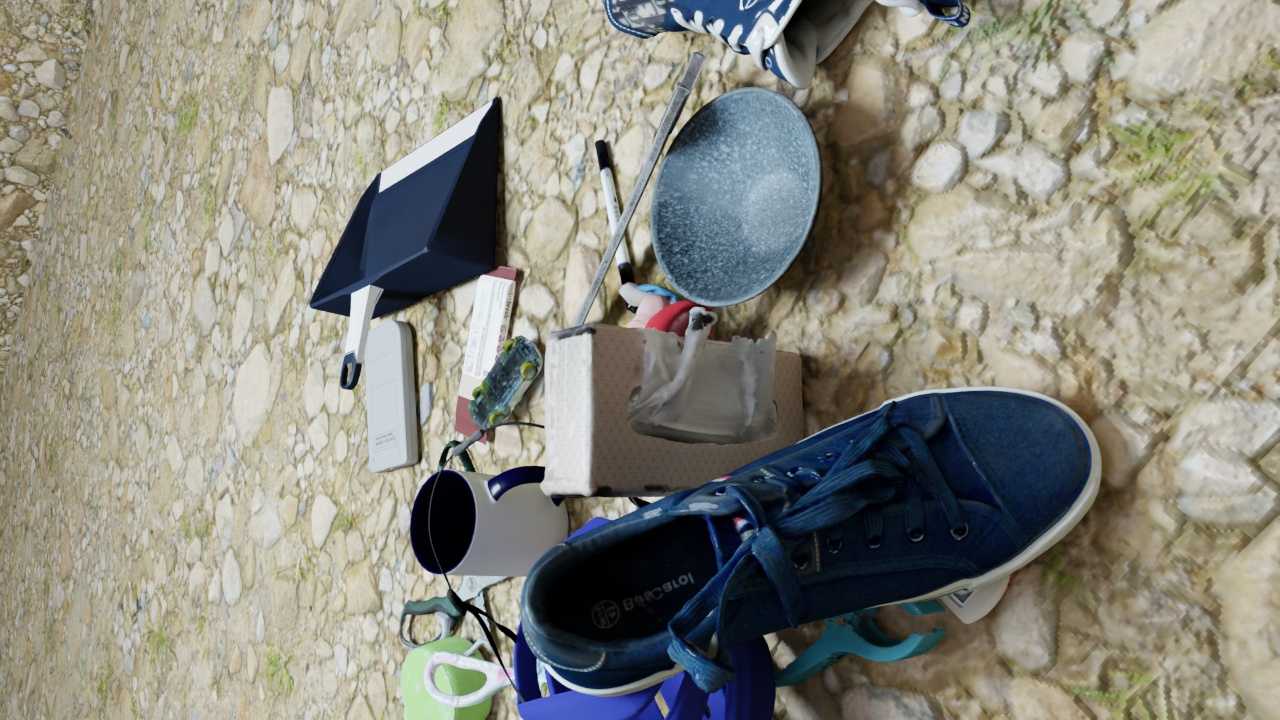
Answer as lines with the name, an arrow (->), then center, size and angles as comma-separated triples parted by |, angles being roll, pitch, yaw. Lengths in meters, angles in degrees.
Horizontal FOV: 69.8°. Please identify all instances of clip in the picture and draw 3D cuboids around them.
clip -> 0.119, 0.155, 0.521 | 0.116, 0.026, 0.097 | -17, 76, 51

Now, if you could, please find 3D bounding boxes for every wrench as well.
wrench -> -0.015, -0.091, 0.661 | 0.069, 0.010, 0.274 | -70, 6, -56

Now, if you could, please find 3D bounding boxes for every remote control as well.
remote control -> 0.151, 0.089, 0.510 | 0.125, 0.018, 0.038 | 48, 119, 37
remote control -> -0.254, 0.036, 0.938 | 0.074, 0.019, 0.151 | -18, 73, 44

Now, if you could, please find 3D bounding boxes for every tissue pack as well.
tissue pack -> 0.031, 0.027, 0.523 | 0.071, 0.181, 0.104 | -7, 79, 49

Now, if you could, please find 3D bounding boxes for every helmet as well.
helmet -> -0.028, 0.147, 0.548 | 0.148, 0.228, 0.241 | -38, 25, -1

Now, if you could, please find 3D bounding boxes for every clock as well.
clock -> -0.169, 0.290, 0.794 | 0.094, 0.042, 0.119 | 9, 100, 42

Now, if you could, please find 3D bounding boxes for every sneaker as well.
sneaker -> 0.078, -0.232, 0.578 | 0.270, 0.103, 0.132 | -3, 90, 44
sneaker -> 0.078, 0.078, 0.424 | 0.294, 0.127, 0.120 | -20, 63, 1

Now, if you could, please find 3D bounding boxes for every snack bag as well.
snack bag -> -0.140, -0.007, 0.829 | 0.057, 0.013, 0.158 | 14, 96, 46

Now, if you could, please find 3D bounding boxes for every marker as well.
marker -> -0.019, -0.106, 0.717 | 0.011, 0.011, 0.152 | -28, 65, 41

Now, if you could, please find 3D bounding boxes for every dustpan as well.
dustpan -> -0.240, -0.101, 0.883 | 0.237, 0.080, 0.272 | -14, 71, 45

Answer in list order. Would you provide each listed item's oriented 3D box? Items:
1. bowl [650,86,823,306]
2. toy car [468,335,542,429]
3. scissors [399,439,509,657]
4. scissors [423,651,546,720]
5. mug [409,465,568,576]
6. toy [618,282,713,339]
bowl -> 0.074, -0.098, 0.585 | 0.137, 0.057, 0.137 | -8, 79, 46
toy car -> -0.114, 0.021, 0.786 | 0.038, 0.027, 0.090 | 48, 111, 33
scissors -> -0.175, 0.177, 0.841 | 0.202, 0.015, 0.205 | -28, 65, 39
scissors -> -0.087, 0.218, 0.679 | 0.177, 0.013, 0.170 | -11, 49, 22
mug -> -0.107, 0.119, 0.714 | 0.112, 0.096, 0.078 | -43, 55, 24
toy -> -0.004, 0.004, 0.635 | 0.131, 0.096, 0.124 | 169, 94, -72
